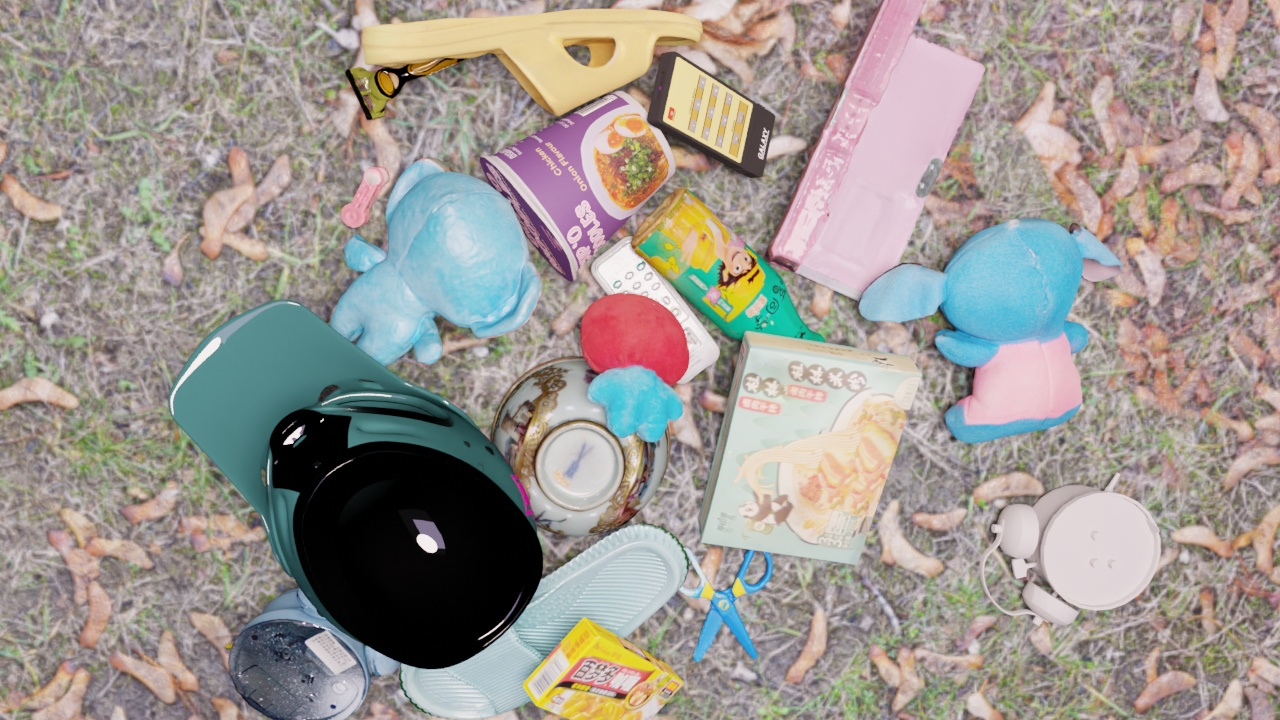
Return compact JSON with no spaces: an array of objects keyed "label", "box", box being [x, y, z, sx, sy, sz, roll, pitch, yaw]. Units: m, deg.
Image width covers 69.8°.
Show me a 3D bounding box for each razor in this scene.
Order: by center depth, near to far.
[{"label":"razor","box":[-0.171,-0.249,0.766,0.144,0.021,0.044,-24,97,-2]}]

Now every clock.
[{"label":"clock","box":[-0.269,0.242,0.779,0.162,0.060,0.118,-31,109,13]},{"label":"clock","box":[0.382,0.173,0.821,0.159,0.061,0.120,-26,97,-1]}]

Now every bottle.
[{"label":"bottle","box":[0.089,-0.053,0.775,0.209,0.068,0.068,41,93,-13]}]

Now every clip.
[{"label":"clip","box":[-0.231,-0.142,0.776,0.023,0.045,0.060,33,126,-3]}]

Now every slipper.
[{"label":"slipper","box":[-0.083,-0.235,0.728,0.263,0.099,0.078,-6,111,-11]},{"label":"slipper","box":[-0.078,0.238,0.791,0.276,0.069,0.116,-32,115,2]}]

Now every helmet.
[{"label":"helmet","box":[-0.200,0.093,0.680,0.176,0.200,0.275,-44,131,-12]}]

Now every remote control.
[{"label":"remote control","box":[0.060,-0.195,0.741,0.133,0.013,0.058,14,87,-45]},{"label":"remote control","box":[0.013,-0.043,0.796,0.050,0.022,0.133,-37,97,1]}]

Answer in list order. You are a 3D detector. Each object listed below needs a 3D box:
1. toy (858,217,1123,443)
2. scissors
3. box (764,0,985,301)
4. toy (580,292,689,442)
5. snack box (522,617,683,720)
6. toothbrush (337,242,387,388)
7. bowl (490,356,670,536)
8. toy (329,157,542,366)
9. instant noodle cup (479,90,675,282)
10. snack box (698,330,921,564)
[{"label":"toy","box":[0.304,-0.023,0.777,0.224,0.099,0.191,-11,103,-10]},{"label":"scissors","box":[0.069,0.217,0.834,0.123,0.016,0.125,23,95,-1]},{"label":"box","box":[0.202,-0.168,0.757,0.115,0.106,0.232,24,93,4]},{"label":"toy","box":[-0.004,0.004,0.742,0.092,0.062,0.132,7,64,-14]},{"label":"snack box","box":[-0.028,0.276,0.782,0.075,0.025,0.152,-47,136,-3]},{"label":"toothbrush","box":[-0.223,-0.061,0.784,0.019,0.018,0.188,18,95,-6]},{"label":"bowl","box":[-0.051,0.080,0.771,0.160,0.094,0.160,0,96,-3]},{"label":"toy","box":[-0.166,-0.063,0.739,0.181,0.114,0.183,-45,69,10]},{"label":"instant noodle cup","box":[-0.040,-0.146,0.736,0.121,0.137,0.122,-38,124,-8]},{"label":"snack box","box":[0.138,0.077,0.780,0.141,0.044,0.194,9,116,-5]}]
